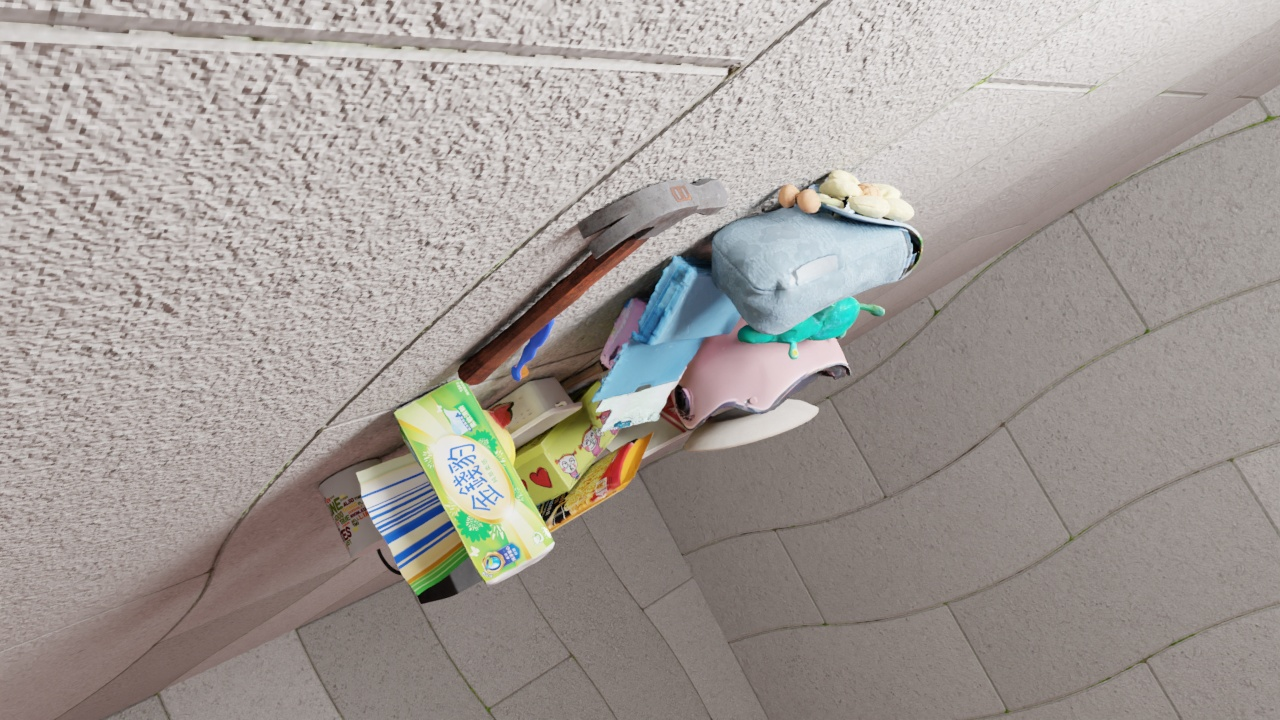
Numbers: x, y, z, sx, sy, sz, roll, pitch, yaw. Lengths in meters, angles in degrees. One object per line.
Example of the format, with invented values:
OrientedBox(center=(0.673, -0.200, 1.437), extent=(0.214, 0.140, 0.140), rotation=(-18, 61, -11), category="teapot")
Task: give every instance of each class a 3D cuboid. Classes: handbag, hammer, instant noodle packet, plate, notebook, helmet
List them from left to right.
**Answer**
OrientedBox(center=(-0.297, 0.233, 1.205), extent=(0.196, 0.175, 0.072), rotation=(-32, 172, 42), category="handbag")
OrientedBox(center=(-0.064, -0.054, 0.758), extent=(0.302, 0.028, 0.110), rotation=(-35, 169, 40), category="hammer")
OrientedBox(center=(-0.084, 0.173, 1.178), extent=(0.221, 0.032, 0.159), rotation=(-33, -172, 17), category="instant noodle packet")
OrientedBox(center=(-0.004, 0.084, 1.380), extent=(0.153, 0.012, 0.209), rotation=(-27, -153, -17), category="notebook")
OrientedBox(center=(0.139, -0.005, 1.239), extent=(0.229, 0.152, 0.256), rotation=(-23, 180, -26), category="helmet")
OrientedBox(center=(0.146, 0.080, 1.241), extent=(0.189, 0.027, 0.188), rotation=(-17, -176, 1), category="plate")
OrientedBox(center=(0.163, -0.114, 0.863), extent=(0.191, 0.121, 0.119), rotation=(-20, 137, -15), category="handbag")

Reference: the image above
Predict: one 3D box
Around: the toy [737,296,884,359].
OrientedBox(center=(0.197, -0.042, 1.072), extent=(0.192, 0.072, 0.131), rotation=(-11, 166, -40), category="toy")

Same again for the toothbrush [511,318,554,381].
OrientedBox(center=(-0.105, -0.012, 0.902), extent=(0.018, 0.016, 0.183), rotation=(-30, 173, -25), category="toothbrush")

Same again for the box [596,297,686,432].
OrientedBox(center=(0.009, 0.006, 1.052), extent=(0.159, 0.035, 0.230), rotation=(-63, 161, 11), category="box")

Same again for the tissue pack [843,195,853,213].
OrientedBox(center=(0.200, -0.123, 1.032), extent=(0.112, 0.070, 0.182), rotation=(-27, 173, -6), category="tissue pack")

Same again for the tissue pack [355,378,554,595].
OrientedBox(center=(-0.192, 0.139, 0.909), extent=(0.141, 0.197, 0.120), rotation=(-28, 165, -14), category="tissue pack")

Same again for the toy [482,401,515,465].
OrientedBox(center=(-0.204, 0.138, 1.030), extent=(0.092, 0.207, 0.134), rotation=(15, -178, -34), category="toy")

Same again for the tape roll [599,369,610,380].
OrientedBox(center=(-0.013, 0.002, 1.264), extent=(0.093, 0.013, 0.093), rotation=(-27, 171, -5), category="tape roll")

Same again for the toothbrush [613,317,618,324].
OrientedBox(center=(-0.006, 0.006, 1.071), extent=(0.010, 0.010, 0.182), rotation=(-27, 144, -6), category="toothbrush")

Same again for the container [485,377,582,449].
OrientedBox(center=(-0.144, 0.067, 1.119), extent=(0.129, 0.049, 0.080), rotation=(-32, 170, 25), category="container")

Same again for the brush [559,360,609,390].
OrientedBox(center=(-0.049, 0.007, 1.189), extent=(0.151, 0.012, 0.039), rotation=(-28, 171, -4), category="brush")

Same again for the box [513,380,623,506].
OrientedBox(center=(-0.116, 0.120, 1.237), extent=(0.125, 0.081, 0.220), rotation=(-31, -175, 28), category="box")

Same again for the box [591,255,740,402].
OrientedBox(center=(0.047, -0.029, 0.985), extent=(0.175, 0.033, 0.231), rotation=(-60, 161, 18), category="box")

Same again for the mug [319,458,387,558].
OrientedBox(center=(-0.301, 0.162, 1.053), extent=(0.105, 0.089, 0.074), rotation=(-26, 171, -15), category="mug")
